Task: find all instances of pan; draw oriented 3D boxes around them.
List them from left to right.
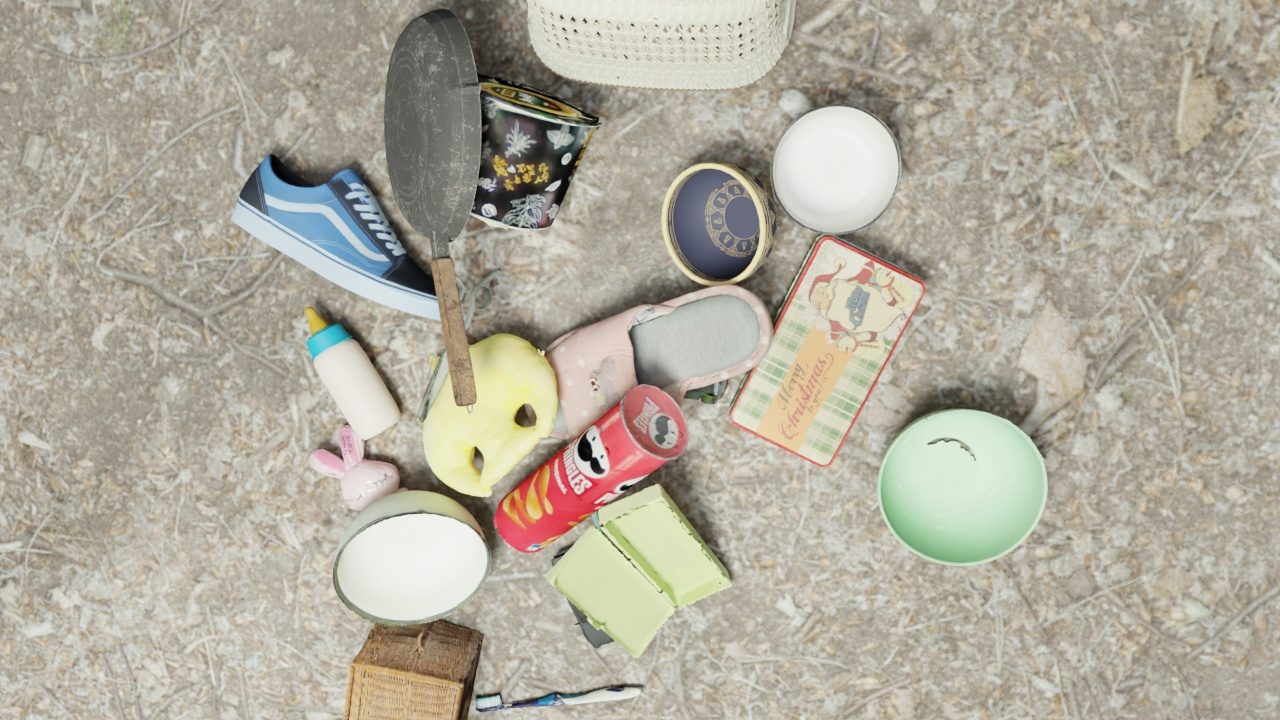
[{"bbox_3d":[-0.182,-0.129,0.810,0.040,0.208,0.357,-4,86,-29],"label":"pan"}]

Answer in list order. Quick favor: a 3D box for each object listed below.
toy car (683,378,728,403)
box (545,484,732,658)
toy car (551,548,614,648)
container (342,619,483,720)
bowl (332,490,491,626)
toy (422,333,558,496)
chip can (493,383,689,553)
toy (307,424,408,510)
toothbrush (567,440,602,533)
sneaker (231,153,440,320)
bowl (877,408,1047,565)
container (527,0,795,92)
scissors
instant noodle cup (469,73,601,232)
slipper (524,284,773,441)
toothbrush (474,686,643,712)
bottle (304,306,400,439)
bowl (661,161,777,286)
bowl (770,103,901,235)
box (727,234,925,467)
[{"bbox_3d":[0.041,0.016,0.902,0.091,0.036,0.042,7,100,12],"label":"toy car"},{"bbox_3d":[0.001,0.205,0.888,0.141,0.044,0.188,-40,134,-3],"label":"box"},{"bbox_3d":[-0.054,0.248,0.958,0.046,0.034,0.112,-24,97,10],"label":"toy car"},{"bbox_3d":[-0.243,0.377,0.963,0.113,0.113,0.199,12,103,-1],"label":"container"},{"bbox_3d":[-0.232,0.190,0.932,0.153,0.072,0.154,-7,124,-11],"label":"bowl"},{"bbox_3d":[-0.154,0.044,0.903,0.171,0.064,0.155,-45,64,18],"label":"toy"},{"bbox_3d":[-0.054,0.109,0.864,0.073,0.072,0.234,47,130,-3],"label":"chip can"},{"bbox_3d":[-0.290,0.122,0.956,0.110,0.047,0.063,45,93,0],"label":"toy"},{"bbox_3d":[-0.052,0.143,0.949,0.016,0.016,0.180,-13,98,9],"label":"toothbrush"},{"bbox_3d":[-0.276,-0.126,0.891,0.241,0.083,0.098,29,99,2],"label":"sneaker"},{"bbox_3d":[0.297,0.111,0.872,0.151,0.077,0.151,1,101,6],"label":"bowl"},{"bbox_3d":[0.014,-0.339,0.787,0.246,0.143,0.184,4,87,6],"label":"container"},{"bbox_3d":[-0.175,-0.017,0.890,0.014,0.094,0.170,8,94,37],"label":"scissors"},{"bbox_3d":[-0.116,-0.189,0.842,0.137,0.137,0.112,20,112,2],"label":"instant noodle cup"},{"bbox_3d":[-0.005,0.005,0.865,0.275,0.054,0.114,-23,87,26],"label":"slipper"},{"bbox_3d":[-0.089,0.364,0.993,0.189,0.016,0.017,-8,89,8],"label":"toothbrush"},{"bbox_3d":[-0.300,0.009,0.933,0.051,0.051,0.146,-29,96,10],"label":"bottle"},{"bbox_3d":[0.082,-0.130,0.854,0.112,0.061,0.112,15,115,36],"label":"bowl"},{"bbox_3d":[0.175,-0.173,0.839,0.116,0.065,0.116,1,101,6],"label":"bowl"},{"bbox_3d":[0.176,-0.009,0.879,0.117,0.049,0.206,27,103,2],"label":"box"}]
